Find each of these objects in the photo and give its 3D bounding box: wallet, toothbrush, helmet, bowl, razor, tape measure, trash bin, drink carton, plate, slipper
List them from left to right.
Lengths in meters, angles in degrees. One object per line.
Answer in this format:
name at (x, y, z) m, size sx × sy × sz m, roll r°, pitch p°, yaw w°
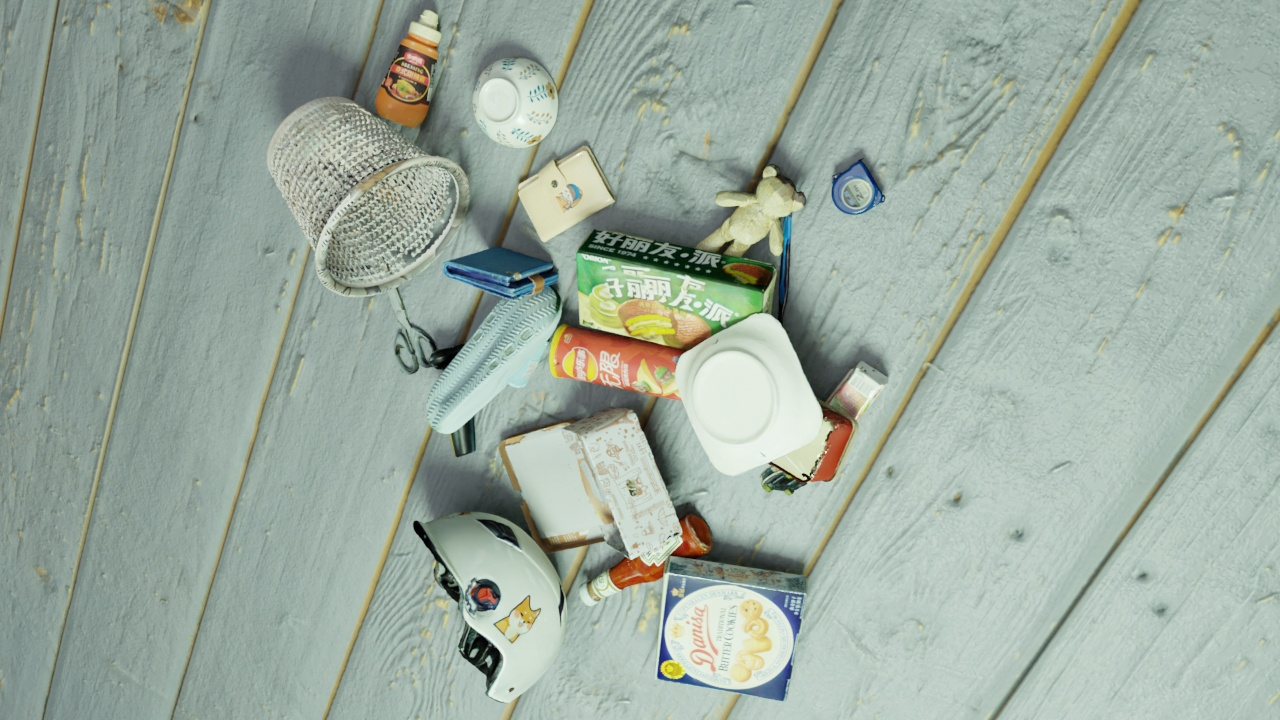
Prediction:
trash bin at (-0.368, -0.226, 1.190) m, size 0.192 × 0.227 × 0.228 m, roll 46°, pitch 113°, yaw 18°
razor at (-0.260, 0.059, 1.296) m, size 0.068 × 0.062 × 0.167 m, roll 14°, pitch 115°, yaw 47°
slipper at (-0.186, 0.005, 1.220) m, size 0.245 × 0.074 × 0.104 m, roll -47°, pitch 44°, yaw 5°
helmet at (-0.190, 0.317, 1.259) m, size 0.156 × 0.230 × 0.274 m, roll -22°, pitch 95°, yaw -20°
wallet at (-0.175, -0.113, 1.177) m, size 0.106 × 0.132 × 0.040 m, roll 19°, pitch 111°, yaw 15°
bowl at (-0.167, -0.327, 1.164) m, size 0.113 × 0.062 × 0.113 m, roll 5°, pitch 105°, yaw 17°
wallet at (-0.099, -0.217, 1.186) m, size 0.115 × 0.024 × 0.087 m, roll -26°, pitch 92°, yaw 24°
plate at (0.115, 0.043, 1.061) m, size 0.165 × 0.034 × 0.163 m, roll -31°, pitch 76°, yaw 32°
toothbrush at (0.176, -0.099, 1.125) m, size 0.014 × 0.016 × 0.189 m, roll 7°, pitch 102°, yaw 27°
drink carton at (0.245, 0.061, 1.115) m, size 0.045 × 0.053 × 0.123 m, roll 38°, pitch 112°, yaw 12°
tape measure at (0.250, -0.198, 1.068) m, size 0.055 × 0.025 × 0.058 m, roll -31°, pitch 87°, yaw 24°

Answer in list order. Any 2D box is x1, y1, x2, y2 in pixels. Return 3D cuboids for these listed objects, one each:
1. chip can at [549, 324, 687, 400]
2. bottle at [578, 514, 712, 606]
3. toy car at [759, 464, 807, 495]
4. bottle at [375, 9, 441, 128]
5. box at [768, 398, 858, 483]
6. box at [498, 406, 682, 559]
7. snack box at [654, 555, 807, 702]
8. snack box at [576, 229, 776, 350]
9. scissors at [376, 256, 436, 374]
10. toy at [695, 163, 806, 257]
chip can at (-0.007, 0.007, 1.180) m, size 0.217 × 0.073 × 0.073 m, roll 12°, pitch 106°, yaw 16°
bottle at (0.002, 0.276, 1.245) m, size 0.206 × 0.059 × 0.060 m, roll -33°, pitch 90°, yaw 22°
toy car at (0.180, 0.142, 1.138) m, size 0.042 × 0.090 × 0.035 m, roll -42°, pitch 59°, yaw 25°
bottle at (-0.296, -0.383, 1.199) m, size 0.067 × 0.066 × 0.149 m, roll 24°, pitch 102°, yaw 12°
box at (0.162, 0.072, 1.093) m, size 0.168 × 0.079 × 0.091 m, roll 31°, pitch 107°, yaw 38°
box at (-0.067, 0.164, 1.227) m, size 0.274 × 0.125 × 0.179 m, roll -14°, pitch 99°, yaw 49°
snack box at (0.115, 0.352, 1.201) m, size 0.182 × 0.045 × 0.178 m, roll 7°, pitch 115°, yaw 6°
snack box at (0.041, -0.079, 1.128) m, size 0.240 × 0.063 × 0.115 m, roll 14°, pitch 133°, yaw 16°
scissors at (-0.351, -0.062, 1.315) m, size 0.175 × 0.014 × 0.136 m, roll 39°, pitch 111°, yaw 7°
toy at (0.128, -0.161, 1.104) m, size 0.105 × 0.066 × 0.158 m, roll 47°, pitch 119°, yaw 3°
